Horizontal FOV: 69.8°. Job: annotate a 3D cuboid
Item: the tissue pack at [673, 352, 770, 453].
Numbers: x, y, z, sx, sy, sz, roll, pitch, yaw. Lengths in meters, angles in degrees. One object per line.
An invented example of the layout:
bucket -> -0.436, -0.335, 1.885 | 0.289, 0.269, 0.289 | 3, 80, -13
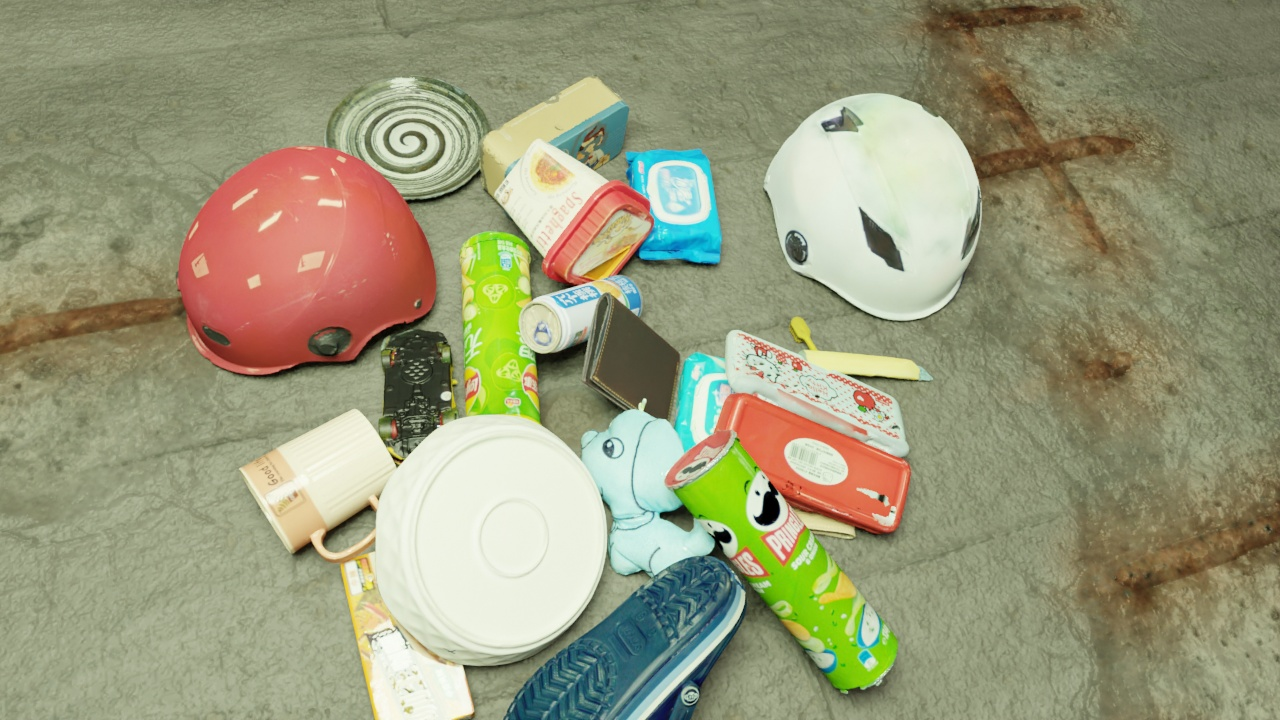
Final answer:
tissue pack -> 0.078, 0.064, 0.876 | 0.093, 0.050, 0.133 | 11, 61, -4

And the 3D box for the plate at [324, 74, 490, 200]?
plate -> -0.254, -0.244, 1.014 | 0.179, 0.024, 0.179 | 3, 62, -6

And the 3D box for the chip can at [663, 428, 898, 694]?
chip can -> 0.119, 0.167, 0.759 | 0.072, 0.072, 0.236 | -44, 100, -27

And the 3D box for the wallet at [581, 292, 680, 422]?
wallet -> -0.005, 0.005, 0.870 | 0.020, 0.122, 0.096 | -11, 56, 36

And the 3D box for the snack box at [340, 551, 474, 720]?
snack box -> -0.192, 0.229, 0.755 | 0.075, 0.026, 0.153 | -15, 65, -16

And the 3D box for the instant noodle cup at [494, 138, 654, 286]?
instant noodle cup -> -0.070, -0.150, 0.924 | 0.124, 0.116, 0.116 | 45, 103, 20

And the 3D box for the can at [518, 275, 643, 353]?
can -> -0.055, -0.046, 0.881 | 0.053, 0.053, 0.134 | 45, 34, 16

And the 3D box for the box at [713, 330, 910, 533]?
box -> 0.162, 0.063, 0.848 | 0.201, 0.059, 0.160 | 22, 59, -18

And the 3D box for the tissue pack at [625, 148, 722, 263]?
tissue pack -> 0.036, -0.174, 1.002 | 0.095, 0.052, 0.157 | -1, 61, -10

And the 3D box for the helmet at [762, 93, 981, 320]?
helmet -> 0.267, -0.186, 0.991 | 0.228, 0.146, 0.258 | -13, 64, -15

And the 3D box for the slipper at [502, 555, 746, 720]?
slipper -> -0.010, 0.265, 0.730 | 0.252, 0.105, 0.095 | -45, 117, -13

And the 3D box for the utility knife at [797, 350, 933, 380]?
utility knife -> 0.229, 0.006, 0.939 | 0.167, 0.018, 0.031 | 2, 57, -16

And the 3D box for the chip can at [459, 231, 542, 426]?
chip can -> -0.135, -0.021, 0.878 | 0.072, 0.073, 0.221 | -2, 61, -10

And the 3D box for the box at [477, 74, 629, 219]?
box -> -0.098, -0.229, 0.993 | 0.184, 0.090, 0.062 | -40, 74, -23

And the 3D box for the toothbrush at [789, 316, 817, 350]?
toothbrush -> 0.202, 0.036, 0.932 | 0.015, 0.017, 0.190 | -20, 67, -20

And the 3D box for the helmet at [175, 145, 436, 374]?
helmet -> -0.323, -0.106, 0.852 | 0.239, 0.144, 0.207 | -31, 64, -18

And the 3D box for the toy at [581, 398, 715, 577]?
toy -> 0.003, 0.115, 0.819 | 0.162, 0.049, 0.156 | 13, 84, 33

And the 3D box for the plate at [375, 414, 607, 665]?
plate -> -0.112, 0.145, 0.753 | 0.204, 0.046, 0.204 | 7, 76, -31

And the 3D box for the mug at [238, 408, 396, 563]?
mug -> -0.262, 0.112, 0.779 | 0.105, 0.082, 0.114 | -32, 73, -25

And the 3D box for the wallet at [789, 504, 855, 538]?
wallet -> 0.162, 0.110, 0.881 | 0.087, 0.024, 0.115 | 11, 61, -9

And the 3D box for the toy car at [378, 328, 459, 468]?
toy car -> -0.205, 0.032, 0.852 | 0.071, 0.041, 0.155 | -7, 49, -9
